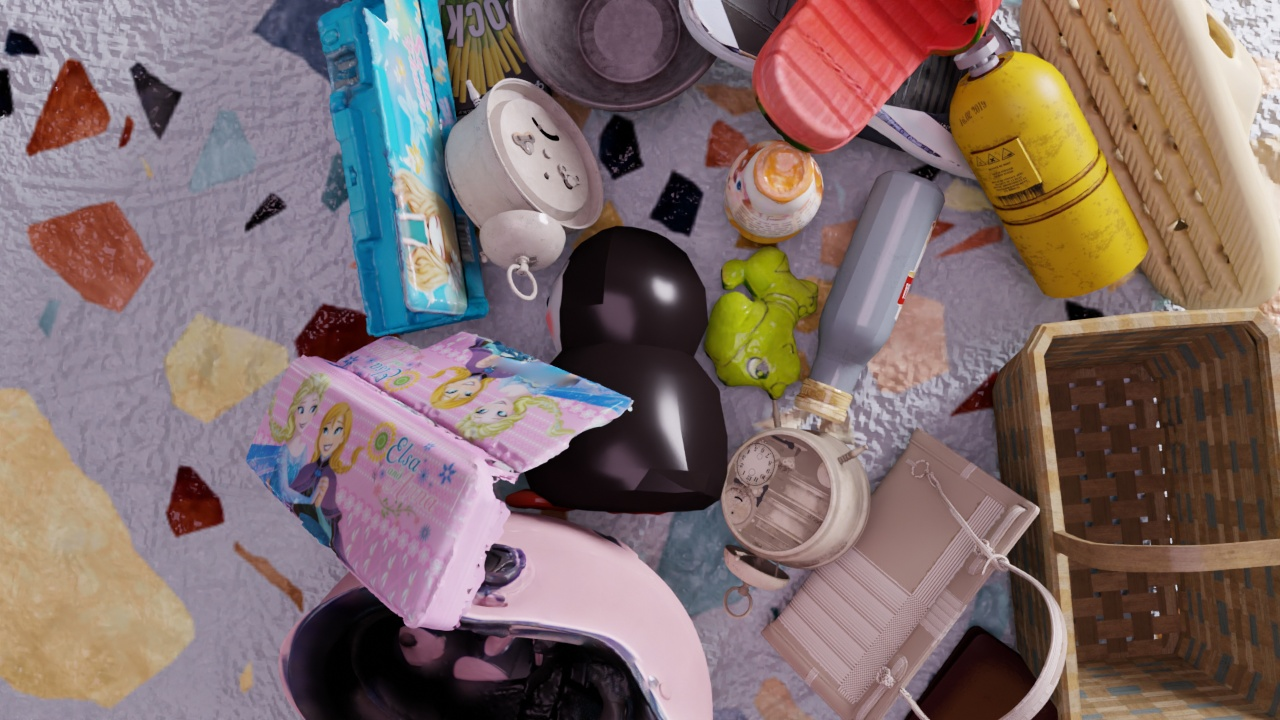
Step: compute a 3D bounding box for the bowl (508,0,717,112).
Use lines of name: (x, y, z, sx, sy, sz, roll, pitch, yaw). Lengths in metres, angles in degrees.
bowl: (-0.010, -0.231, 0.614, 0.145, 0.067, 0.145, 0, 90, 4)

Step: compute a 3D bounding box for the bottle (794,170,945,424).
bottle: (0.146, -0.038, 0.602, 0.046, 0.072, 0.161, 22, 92, 9)

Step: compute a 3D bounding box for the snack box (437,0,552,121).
snack box: (-0.115, -0.248, 0.643, 0.080, 0.025, 0.147, -11, 89, 4)

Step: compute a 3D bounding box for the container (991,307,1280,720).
container: (0.304, 0.096, 0.524, 0.157, 0.186, 0.250, -4, 87, -2)

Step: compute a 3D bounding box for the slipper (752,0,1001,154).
slipper: (0.161, -0.224, 0.537, 0.103, 0.059, 0.248, 46, 73, -11)

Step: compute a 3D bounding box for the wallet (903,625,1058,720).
wallet: (0.230, 0.251, 0.626, 0.091, 0.018, 0.115, 35, 94, 3)

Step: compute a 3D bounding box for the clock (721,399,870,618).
clock: (0.088, 0.104, 0.597, 0.093, 0.054, 0.141, 28, 94, 36)

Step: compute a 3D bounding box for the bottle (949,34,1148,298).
bottle: (0.245, -0.123, 0.569, 0.071, 0.071, 0.164, -36, 108, 3)

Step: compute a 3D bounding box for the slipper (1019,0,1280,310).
slipper: (0.334, -0.154, 0.583, 0.079, 0.111, 0.261, -31, 97, -26)

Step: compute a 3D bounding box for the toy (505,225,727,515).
toy: (-0.003, 0.003, 0.581, 0.159, 0.140, 0.184, 9, 77, -32)

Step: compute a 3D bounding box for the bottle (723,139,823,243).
bottle: (0.086, -0.110, 0.587, 0.063, 0.109, 0.063, 0, 91, 3)

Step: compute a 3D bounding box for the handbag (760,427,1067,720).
handbag: (0.173, 0.148, 0.536, 0.062, 0.198, 0.175, 36, 92, -14)

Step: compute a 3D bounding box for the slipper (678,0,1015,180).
slipper: (0.141, -0.199, 0.596, 0.263, 0.063, 0.111, 17, 87, -20)

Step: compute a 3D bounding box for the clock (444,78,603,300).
clock: (-0.078, -0.102, 0.581, 0.061, 0.103, 0.156, -25, 53, 32)

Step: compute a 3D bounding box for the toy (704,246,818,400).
toy: (0.082, -0.025, 0.626, 0.093, 0.036, 0.094, -41, 81, 0)

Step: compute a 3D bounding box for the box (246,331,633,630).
box: (-0.130, 0.036, 0.515, 0.160, 0.231, 0.063, -50, 131, -18)

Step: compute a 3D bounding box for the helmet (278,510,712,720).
helmet: (-0.078, 0.184, 0.564, 0.255, 0.152, 0.230, 9, 127, 6)

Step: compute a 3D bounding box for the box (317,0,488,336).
box: (-0.148, -0.136, 0.592, 0.085, 0.170, 0.227, -9, 90, -26)
